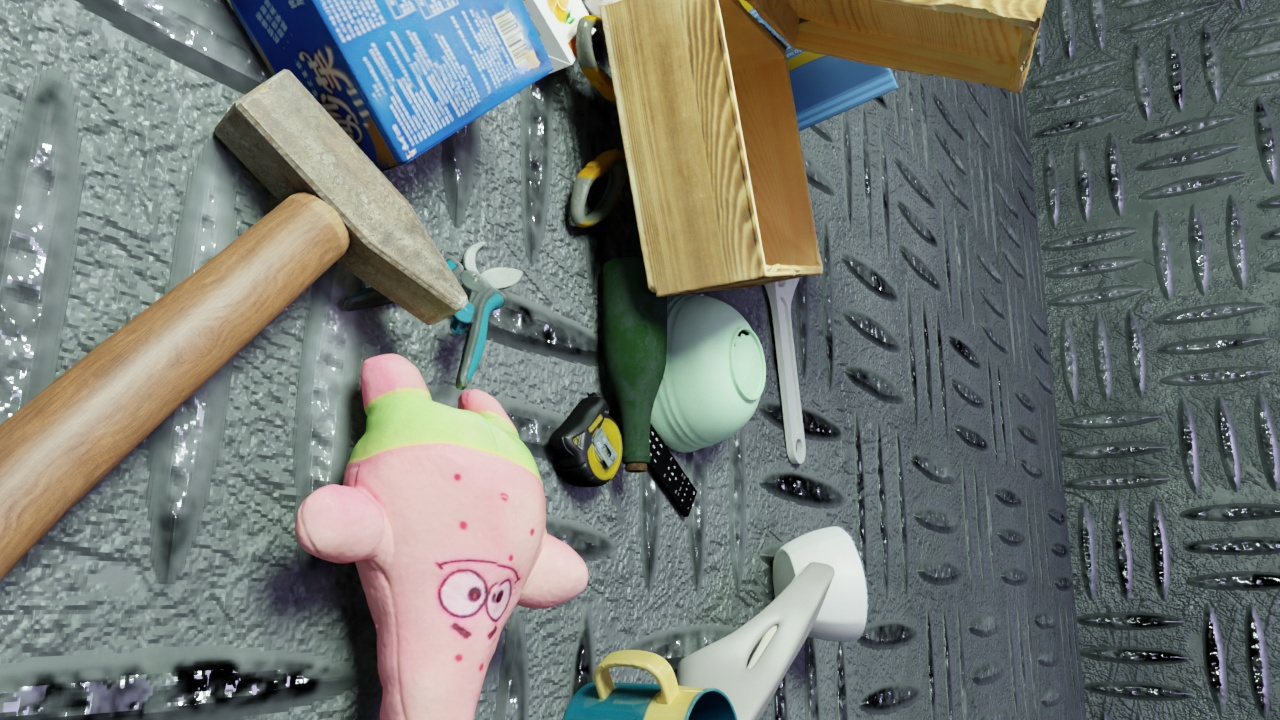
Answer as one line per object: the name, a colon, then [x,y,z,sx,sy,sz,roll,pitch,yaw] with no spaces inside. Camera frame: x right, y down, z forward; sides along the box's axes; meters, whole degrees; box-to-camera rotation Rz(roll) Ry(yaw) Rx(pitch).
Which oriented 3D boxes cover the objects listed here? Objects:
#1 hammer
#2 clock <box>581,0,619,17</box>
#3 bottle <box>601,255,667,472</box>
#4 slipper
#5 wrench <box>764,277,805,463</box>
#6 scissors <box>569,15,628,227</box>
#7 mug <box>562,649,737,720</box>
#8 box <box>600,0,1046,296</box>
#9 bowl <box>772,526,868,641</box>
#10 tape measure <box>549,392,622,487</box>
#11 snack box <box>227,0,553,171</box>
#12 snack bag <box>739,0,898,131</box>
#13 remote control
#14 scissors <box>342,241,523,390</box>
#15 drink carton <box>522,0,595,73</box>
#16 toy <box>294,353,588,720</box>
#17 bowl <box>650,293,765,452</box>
hammer: [-0.214,-0.002,0.435,0.158,0.037,0.299,49,48,-19]
clock: [-0.028,-0.323,0.772,0.096,0.048,0.137,67,22,6]
bottle: [-0.004,0.004,0.749,0.055,0.055,0.174,17,68,-54]
slipper: [0.080,0.269,0.798,0.265,0.081,0.113,-49,160,-31]
wrench: [0.170,-0.019,1.055,0.086,0.018,0.273,-6,89,-58]
scissors: [-0.014,-0.191,0.790,0.225,0.016,0.216,36,66,-64]
mug: [0.003,0.260,0.657,0.083,0.107,0.113,-31,109,-53]
box: [0.170,-0.224,0.768,0.278,0.324,0.284,-16,95,-67]
bowl: [0.178,0.229,0.931,0.116,0.065,0.116,176,-89,-80]
tape measure: [-0.038,0.067,0.705,0.061,0.034,0.061,-53,127,-47]
snack box: [-0.160,-0.232,0.541,0.154,0.069,0.203,-48,121,-41]
snack bag: [0.159,-0.348,0.968,0.205,0.159,0.102,57,39,-21]
remote control: [0.013,0.082,0.801,0.140,0.009,0.030,57,41,-32]
scissors: [-0.127,-0.039,0.590,0.124,0.019,0.153,16,39,-27]
drink carton: [-0.086,-0.283,0.707,0.122,0.040,0.058,56,41,-33]
toy: [-0.113,0.114,0.521,0.192,0.097,0.236,23,58,-42]
bowl: [0.066,0.007,0.837,0.150,0.077,0.150,19,68,-55]
